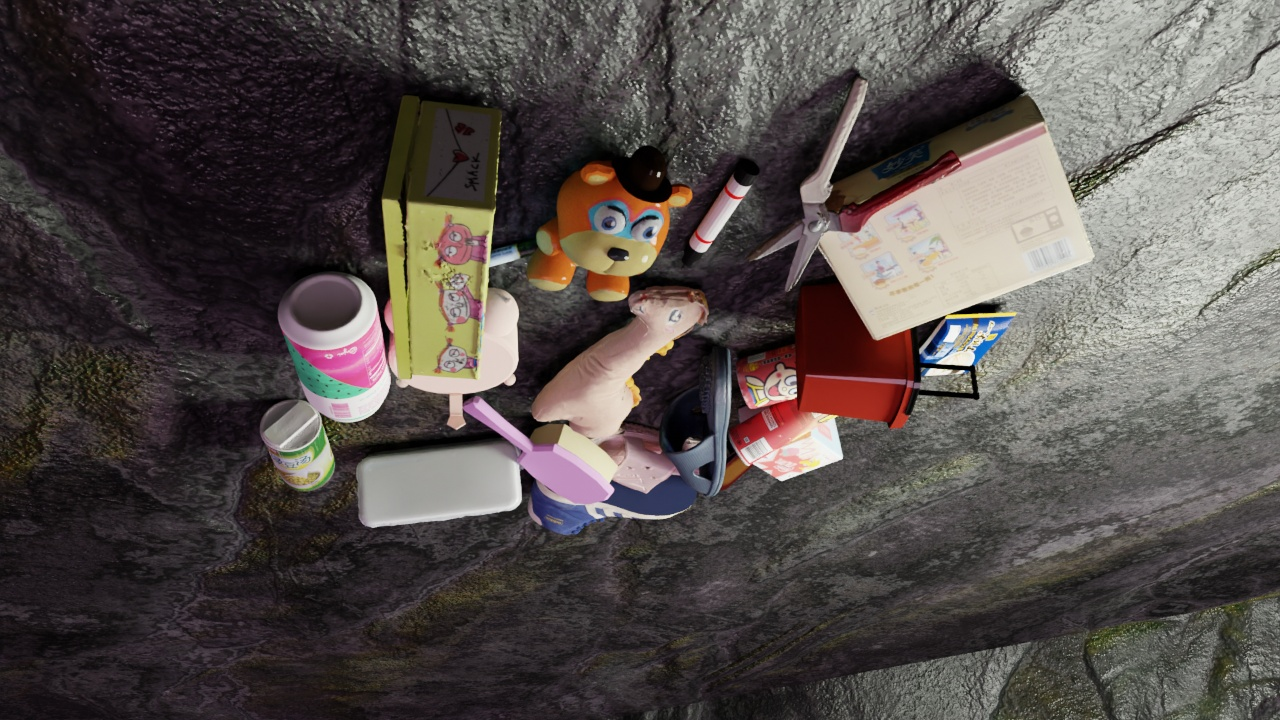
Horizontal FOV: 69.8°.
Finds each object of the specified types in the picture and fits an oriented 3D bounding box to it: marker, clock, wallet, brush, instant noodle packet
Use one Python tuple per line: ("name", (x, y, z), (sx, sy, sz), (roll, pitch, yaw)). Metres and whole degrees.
("marker", (0.068, -0.129, 0.850), (0.019, 0.019, 0.146), (7, 146, -21))
("clock", (-0.192, -0.009, 0.947), (0.131, 0.086, 0.161), (-1, 142, -10))
("wallet", (0.133, 0.142, 1.269), (0.116, 0.018, 0.091), (-42, 154, 24))
("brush", (-0.126, 0.104, 1.156), (0.089, 0.043, 0.228), (-22, 127, 42))
("instant noodle packet", (0.372, -0.017, 1.085), (0.087, 0.026, 0.134), (-3, 149, -13))
("marker", (-0.156, -0.093, 0.871), (0.146, 0.017, 0.017), (-13, 148, 12))

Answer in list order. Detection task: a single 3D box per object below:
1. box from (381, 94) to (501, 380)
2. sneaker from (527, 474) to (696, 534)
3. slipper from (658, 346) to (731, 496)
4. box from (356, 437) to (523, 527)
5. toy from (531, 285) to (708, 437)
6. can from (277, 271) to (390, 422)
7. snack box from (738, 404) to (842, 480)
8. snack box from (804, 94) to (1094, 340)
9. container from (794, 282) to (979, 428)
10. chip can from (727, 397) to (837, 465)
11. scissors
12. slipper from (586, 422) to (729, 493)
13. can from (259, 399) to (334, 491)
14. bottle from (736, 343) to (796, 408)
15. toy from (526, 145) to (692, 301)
("box", (-0.163, -0.090, 0.758), (0.082, 0.124, 0.222), (5, 145, -11))
("sneaker", (-0.049, 0.205, 1.307), (0.232, 0.091, 0.119), (8, 141, -21))
("slipper", (0.064, 0.075, 1.123), (0.082, 0.101, 0.264), (2, 143, 1))
("box", (-0.254, 0.167, 1.196), (0.211, 0.105, 0.130), (-7, 152, 2))
("toy", (-0.006, 0.006, 1.031), (0.265, 0.065, 0.195), (-37, 146, 31))
("can", (-0.299, -0.010, 0.911), (0.088, 0.088, 0.166), (-1, 148, -9))
("snack box", (0.193, 0.095, 1.184), (0.095, 0.079, 0.093), (-24, 144, 27))
("snack box", (0.274, -0.120, 0.825), (0.208, 0.055, 0.153), (-22, 125, 25))
("container", (0.268, -0.008, 0.965), (0.201, 0.147, 0.127), (1, 151, 4))
("chip can", (0.208, 0.053, 1.097), (0.215, 0.051, 0.052), (-31, 143, 13))
("scissors", (0.173, -0.146, 0.776), (0.197, 0.015, 0.179), (-6, 120, 18))
("slipper", (0.019, 0.141, 1.244), (0.239, 0.064, 0.094), (12, 145, -30))
("can", (-0.407, 0.103, 1.096), (0.067, 0.067, 0.121), (-1, 148, -9))
("bottle", (0.184, 0.010, 1.061), (0.138, 0.061, 0.062), (-16, 148, 16))
("toy", (-0.028, -0.118, 0.793), (0.112, 0.096, 0.177), (9, 134, -23))
